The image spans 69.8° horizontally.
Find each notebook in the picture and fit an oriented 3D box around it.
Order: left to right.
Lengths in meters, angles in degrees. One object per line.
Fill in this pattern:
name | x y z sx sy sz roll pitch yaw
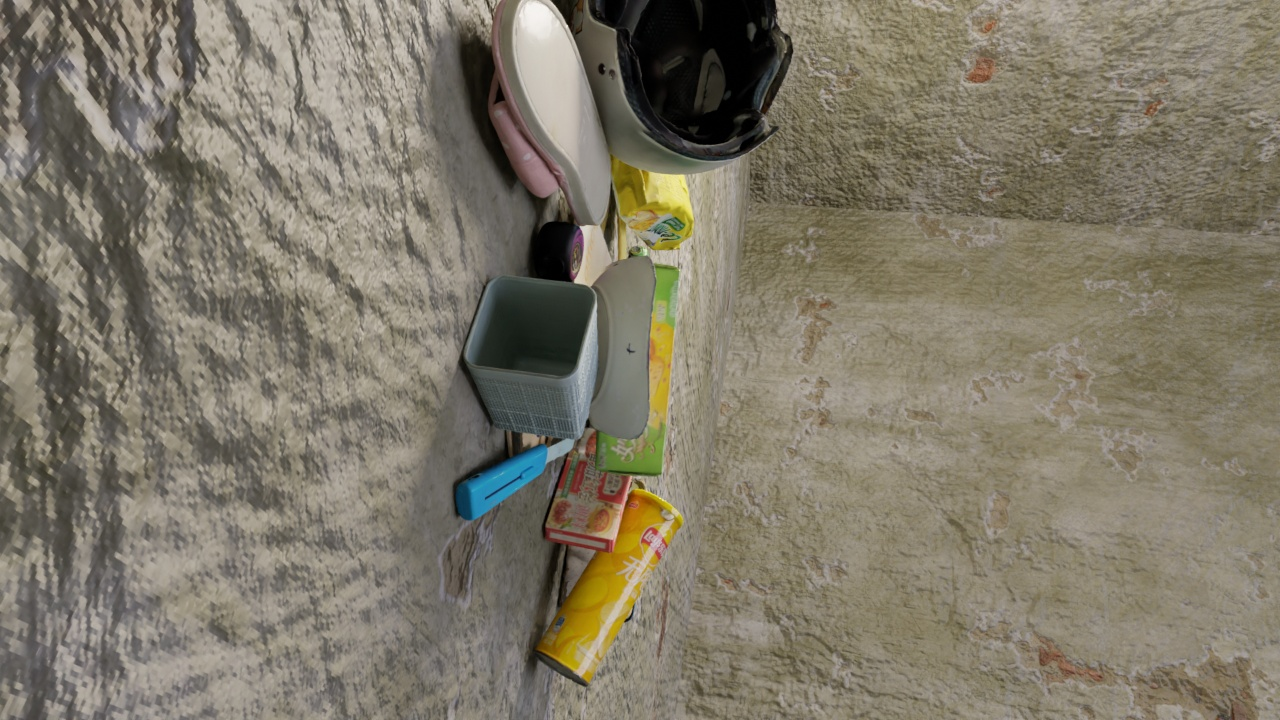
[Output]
notebook | -0.052 -0.077 0.985 0.206 0.010 0.145 72 22 -68

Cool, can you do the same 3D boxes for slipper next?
slipper | -0.077 -0.195 0.752 0.274 0.054 0.114 55 41 -70

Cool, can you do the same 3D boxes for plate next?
plate | -0.033 -0.012 0.842 0.164 0.034 0.164 -179 -88 -68

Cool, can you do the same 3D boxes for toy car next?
toy car | -0.002 -0.120 1.299 0.043 0.036 0.091 75 19 -60

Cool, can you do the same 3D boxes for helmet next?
helmet | 0.020 -0.298 0.900 0.157 0.229 0.273 -25 -125 50

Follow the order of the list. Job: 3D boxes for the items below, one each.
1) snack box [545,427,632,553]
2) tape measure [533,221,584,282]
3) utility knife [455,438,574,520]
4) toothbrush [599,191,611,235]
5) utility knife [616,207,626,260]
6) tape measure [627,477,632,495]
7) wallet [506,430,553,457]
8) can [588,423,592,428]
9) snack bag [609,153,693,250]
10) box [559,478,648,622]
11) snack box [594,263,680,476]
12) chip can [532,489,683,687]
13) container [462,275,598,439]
snack box | -0.051 0.141 1.025 0.152 0.075 0.026 -74 171 -47
tape measure | -0.077 -0.100 0.853 0.057 0.039 0.058 45 56 -78
utility knife | -0.100 0.093 0.800 0.218 0.018 0.034 -26 122 -69
toothbrush | -0.049 -0.120 1.071 0.016 0.016 0.180 73 25 -71
utility knife | -0.021 -0.085 1.088 0.031 0.022 0.216 -34 120 -76
tape measure | -0.051 0.149 1.066 0.065 0.066 0.034 -50 149 -48
wallet | -0.099 0.062 0.867 0.115 0.024 0.087 -63 158 -68
can | -0.035 0.070 1.148 0.053 0.053 0.134 74 23 -64
snack bag | 0.010 -0.227 1.084 0.246 0.068 0.158 16 61 -79
box | -0.041 0.231 1.109 0.062 0.090 0.184 66 33 -72
snack box | -0.006 0.006 0.969 0.157 0.070 0.210 -127 -138 -86
chip can | -0.033 0.248 1.016 0.212 0.072 0.072 -56 158 -24
container | -0.082 0.003 0.745 0.112 0.090 0.089 86 13 -56
